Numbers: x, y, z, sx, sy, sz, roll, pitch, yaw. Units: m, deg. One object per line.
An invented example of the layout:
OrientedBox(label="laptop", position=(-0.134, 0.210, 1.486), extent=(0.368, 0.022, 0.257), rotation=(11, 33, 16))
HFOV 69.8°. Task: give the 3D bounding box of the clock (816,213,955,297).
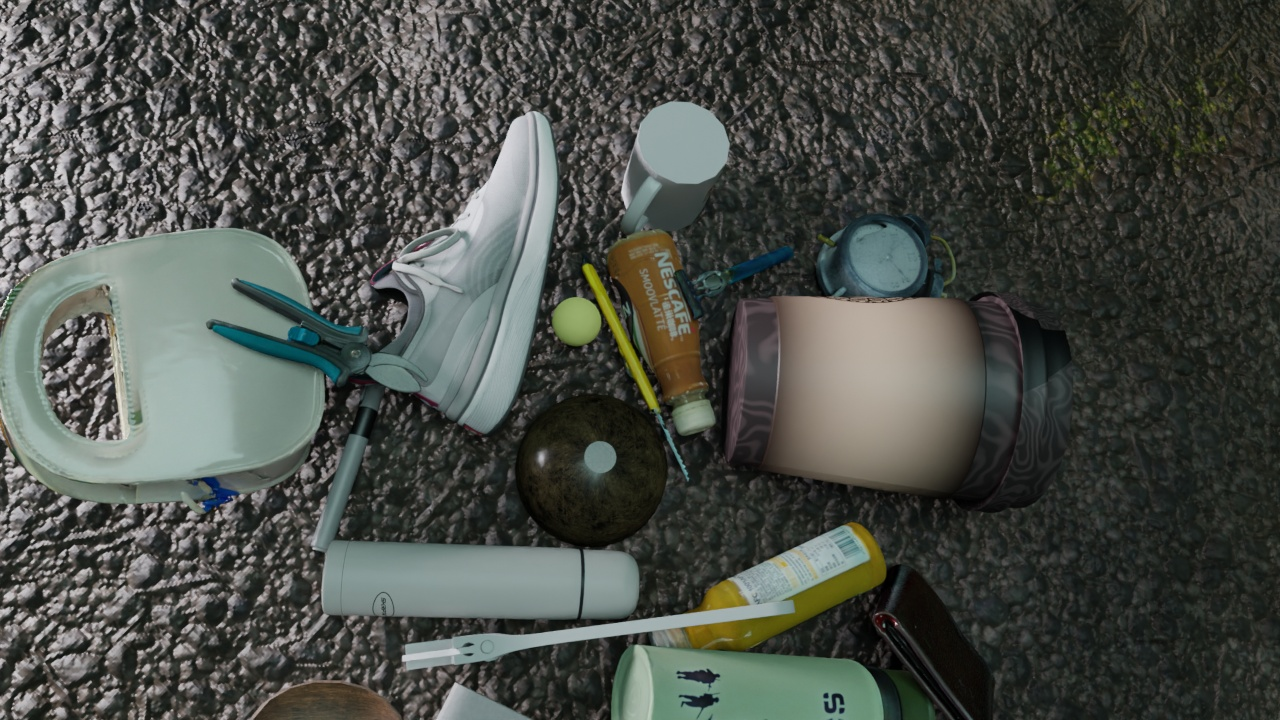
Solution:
OrientedBox(label="clock", position=(0.217, -0.084, 0.807), extent=(0.129, 0.052, 0.090), rotation=(-6, 74, -16))

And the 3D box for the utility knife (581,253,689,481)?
OrientedBox(label="utility knife", position=(-0.004, 0.004, 0.751), extent=(0.018, 0.030, 0.206), rotation=(-30, 78, 7))

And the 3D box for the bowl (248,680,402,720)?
OrientedBox(label="bowl", position=(-0.217, 0.275, 0.631), extent=(0.114, 0.026, 0.101), rotation=(9, 63, -4))

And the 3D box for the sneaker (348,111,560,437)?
OrientedBox(label="sneaker", position=(-0.136, -0.079, 0.718), extent=(0.128, 0.097, 0.262), rotation=(15, 78, -10))

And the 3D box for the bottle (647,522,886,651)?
OrientedBox(label="bottle", position=(0.096, 0.183, 0.701), extent=(0.186, 0.053, 0.053), rotation=(-21, 78, -15))

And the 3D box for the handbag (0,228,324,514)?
OrientedBox(label="handbag", position=(-0.336, 0.011, 0.650), extent=(0.199, 0.093, 0.200), rotation=(-6, 73, -29))

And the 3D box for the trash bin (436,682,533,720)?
OrientedBox(label="trash bin", position=(-0.043, 0.312, 0.588), extent=(0.229, 0.115, 0.114), rotation=(26, 69, 0))

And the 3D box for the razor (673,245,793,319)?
OrientedBox(label="razor", position=(0.086, -0.075, 0.767), extent=(0.143, 0.022, 0.042), rotation=(-25, 90, -41))

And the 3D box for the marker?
OrientedBox(label="marker", position=(-0.221, 0.076, 0.699), extent=(0.016, 0.016, 0.140), rotation=(16, 71, -5))

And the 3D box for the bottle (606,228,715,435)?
OrientedBox(label="bottle", position=(0.021, -0.022, 0.748), extent=(0.059, 0.059, 0.167), rotation=(-15, 77, -14))

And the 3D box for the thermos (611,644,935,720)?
OrientedBox(label="thermos", position=(0.098, 0.250, 0.653), extent=(0.231, 0.082, 0.082), rotation=(10, 71, -20))

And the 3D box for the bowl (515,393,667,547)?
OrientedBox(label="bowl", position=(-0.035, 0.080, 0.709), extent=(0.121, 0.056, 0.121), rotation=(3, 73, -9))

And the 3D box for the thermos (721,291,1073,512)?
OrientedBox(label="thermos", position=(0.184, 0.025, 0.711), extent=(0.226, 0.173, 0.172), rotation=(5, 72, -1))

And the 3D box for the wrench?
OrientedBox(label="wrench", position=(-0.029, 0.191, 0.646), extent=(0.273, 0.087, 0.018), rotation=(-6, 74, -4))

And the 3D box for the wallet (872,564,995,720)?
OrientedBox(label="wallet", position=(0.225, 0.219, 0.694), extent=(0.031, 0.099, 0.120), rotation=(-40, 83, 24))

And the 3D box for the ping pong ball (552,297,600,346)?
OrientedBox(label="ping pong ball", position=(-0.052, -0.032, 0.748), extent=(0.040, 0.040, 0.040), rotation=(3, 73, -9))

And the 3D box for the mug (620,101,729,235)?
OrientedBox(label="mug", position=(0.019, -0.150, 0.771), extent=(0.073, 0.090, 0.105), rotation=(36, 71, 2))

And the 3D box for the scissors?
OrientedBox(label="scissors", position=(-0.229, -0.010, 0.643), extent=(0.147, 0.019, 0.132), rotation=(-23, 79, -30))

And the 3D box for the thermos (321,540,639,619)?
OrientedBox(label="thermos", position=(-0.113, 0.162, 0.672), extent=(0.224, 0.052, 0.052), rotation=(4, 72, -9))
